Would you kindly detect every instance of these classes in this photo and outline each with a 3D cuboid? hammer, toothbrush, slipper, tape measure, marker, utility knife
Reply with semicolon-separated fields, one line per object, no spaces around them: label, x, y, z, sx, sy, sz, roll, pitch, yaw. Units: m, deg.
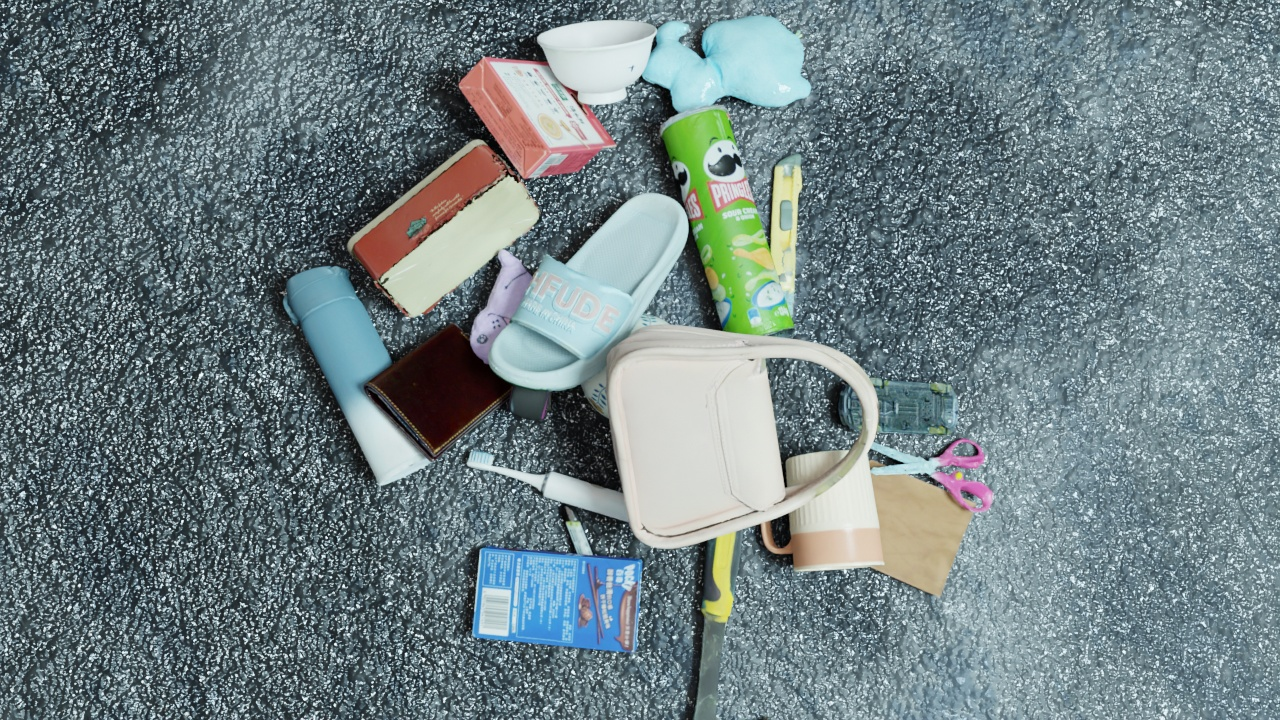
hammer;0.077;0.228;0.889;0.126;0.032;0.323;7;83;-1
toothbrush;-0.064;0.129;0.899;0.221;0.027;0.026;17;70;1
slipper;-0.045;-0.072;0.862;0.104;0.074;0.245;31;72;27
tape measure;-0.103;0.029;0.893;0.039;0.057;0.057;15;75;-1
marker;-0.051;0.198;0.898;0.018;0.015;0.124;-21;82;-4
utility knife;0.149;-0.128;0.941;0.031;0.019;0.173;2;88;5

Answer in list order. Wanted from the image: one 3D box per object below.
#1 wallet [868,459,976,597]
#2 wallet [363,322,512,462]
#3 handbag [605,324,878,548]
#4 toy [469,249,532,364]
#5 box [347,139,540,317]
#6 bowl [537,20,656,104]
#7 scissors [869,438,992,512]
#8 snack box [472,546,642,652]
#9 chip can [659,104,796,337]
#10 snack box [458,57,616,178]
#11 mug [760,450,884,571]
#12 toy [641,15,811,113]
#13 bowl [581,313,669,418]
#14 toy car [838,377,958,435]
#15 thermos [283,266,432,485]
wallet;0.261;0.165;0.908;0.115;0.020;0.101;24;85;4
wallet;-0.189;0.027;0.878;0.096;0.020;0.122;47;48;0
handbag;0.092;0.059;0.812;0.234;0.093;0.193;-8;110;10
toy;-0.126;-0.044;0.909;0.084;0.039;0.108;27;83;-25
box;-0.182;-0.119;0.882;0.168;0.091;0.079;-40;61;-5
bowl;-0.041;-0.295;0.918;0.118;0.118;0.065;-6;121;-2
scissors;0.285;0.097;0.904;0.137;0.017;0.096;23;58;1
snack box;-0.079;0.227;0.876;0.157;0.026;0.084;3;84;8
chip can;0.087;-0.129;0.908;0.072;0.072;0.236;-17;85;-3
snack box;-0.099;-0.240;0.907;0.044;0.126;0.113;-38;84;31
mug;0.169;0.147;0.878;0.115;0.081;0.105;-13;72;32
toy;0.094;-0.305;0.938;0.156;0.050;0.161;-42;78;-5
bowl;-0.005;0.005;0.896;0.113;0.062;0.113;0;83;0
toy car;0.257;0.047;0.912;0.120;0.037;0.054;3;83;-11
thermos;-0.272;0.012;0.888;0.070;0.070;0.220;-29;85;-4
